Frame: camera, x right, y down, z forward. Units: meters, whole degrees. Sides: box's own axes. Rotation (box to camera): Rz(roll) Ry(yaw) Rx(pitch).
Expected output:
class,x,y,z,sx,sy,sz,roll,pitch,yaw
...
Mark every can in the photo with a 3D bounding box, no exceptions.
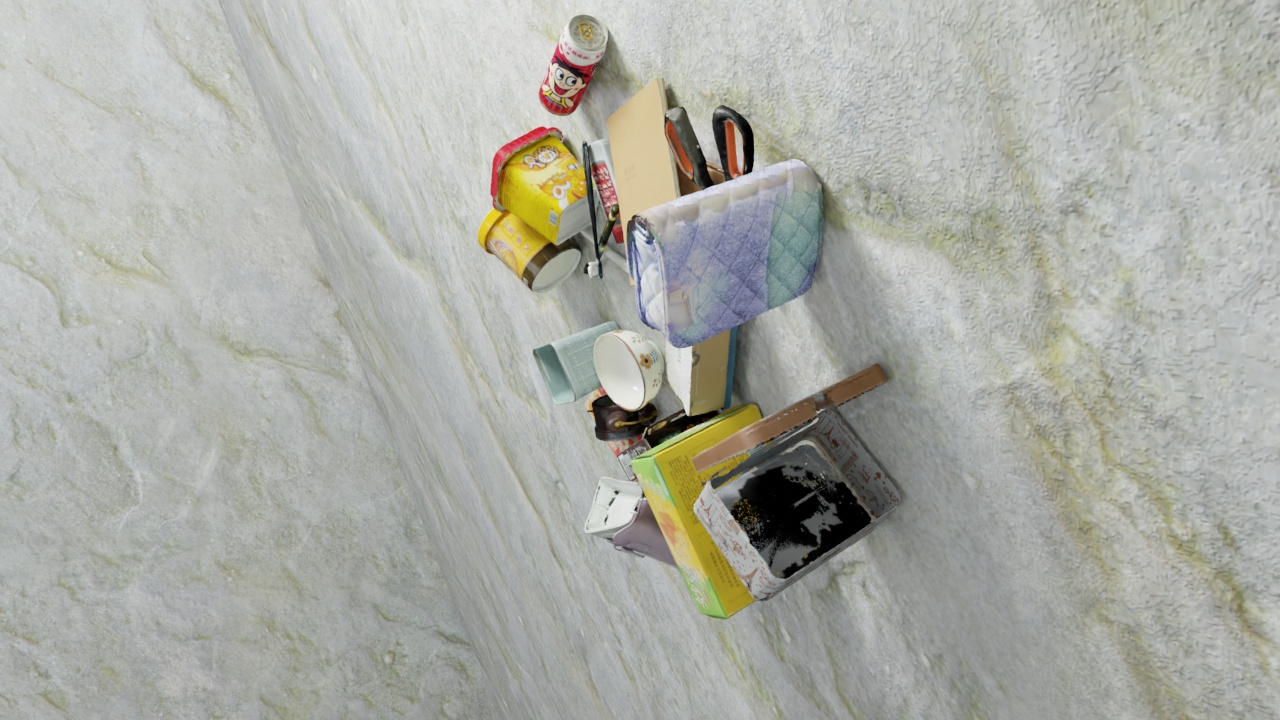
class,x,y,z,sx,sy,sz,roll,pitch,yaw
can,-0.082,-0.355,1.109,0.053,0.053,0.133,61,153,8

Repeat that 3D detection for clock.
class,x,y,z,sx,sy,sz,roll,pitch,yaw
clock,-0.024,0.082,1.337,0.122,0.082,0.055,12,116,61

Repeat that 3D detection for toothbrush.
class,x,y,z,sx,sy,sz,roll,pitch,yaw
toothbrush,-0.065,-0.193,1.191,0.015,0.018,0.181,-141,44,-64
toothbrush,-0.053,-0.158,1.221,0.186,0.017,0.012,122,162,-65
toothbrush,-0.057,-0.164,1.268,0.180,0.016,0.016,42,150,34

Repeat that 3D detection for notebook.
class,x,y,z,sx,sy,sz,roll,pitch,yaw
notebook,0.007,-0.199,1.066,0.150,0.012,0.211,-9,89,65

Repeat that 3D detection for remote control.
class,x,y,z,sx,sy,sz,roll,pitch,yaw
remote control,-0.036,-0.215,1.179,0.056,0.020,0.136,3,115,61

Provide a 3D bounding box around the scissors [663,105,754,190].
class,x,y,z,sx,sy,sz,roll,pitch,yaw
scissors,0.088,-0.169,0.954,0.221,0.021,0.211,56,156,6

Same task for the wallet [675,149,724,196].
class,x,y,z,sx,sy,sz,roll,pitch,yaw
wallet,0.075,-0.172,1.018,0.115,0.020,0.101,34,141,42

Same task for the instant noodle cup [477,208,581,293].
class,x,y,z,sx,sy,sz,roll,pitch,yaw
instant noodle cup,-0.156,-0.169,1.338,0.114,0.118,0.119,48,149,15

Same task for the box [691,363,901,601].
class,x,y,z,sx,sy,sz,roll,pitch,yaw
box,0.167,0.107,0.909,0.156,0.182,0.194,54,154,19

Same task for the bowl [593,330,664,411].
class,x,y,z,sx,sy,sz,roll,pitch,yaw
bowl,-0.007,0.007,1.260,0.113,0.062,0.114,33,135,41

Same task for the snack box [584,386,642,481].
class,x,y,z,sx,sy,sz,roll,pitch,yaw
snack box,-0.032,0.114,1.437,0.153,0.025,0.075,59,152,13

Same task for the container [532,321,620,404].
class,x,y,z,sx,sy,sz,roll,pitch,yaw
container,-0.081,0.000,1.336,0.090,0.111,0.090,-13,101,62

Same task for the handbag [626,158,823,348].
class,x,y,z,sx,sy,sz,roll,pitch,yaw
handbag,0.080,-0.103,0.870,0.075,0.193,0.134,38,142,44

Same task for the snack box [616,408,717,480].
class,x,y,z,sx,sy,sz,roll,pitch,yaw
snack box,0.041,0.102,1.198,0.053,0.113,0.126,62,154,5

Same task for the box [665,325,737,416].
class,x,y,z,sx,sy,sz,roll,pitch,yaw
box,0.070,-0.014,1.090,0.185,0.059,0.089,88,161,-44

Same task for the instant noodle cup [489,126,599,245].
class,x,y,z,sx,sy,sz,roll,pitch,yaw
instant noodle cup,-0.124,-0.231,1.237,0.123,0.116,0.116,43,148,16

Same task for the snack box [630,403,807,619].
class,x,y,z,sx,sy,sz,roll,pitch,yaw
snack box,0.104,0.178,1.098,0.210,0.157,0.070,66,155,-1

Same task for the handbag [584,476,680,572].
class,x,y,z,sx,sy,sz,roll,pitch,yaw
handbag,0.046,0.225,1.207,0.197,0.098,0.145,26,155,-22
